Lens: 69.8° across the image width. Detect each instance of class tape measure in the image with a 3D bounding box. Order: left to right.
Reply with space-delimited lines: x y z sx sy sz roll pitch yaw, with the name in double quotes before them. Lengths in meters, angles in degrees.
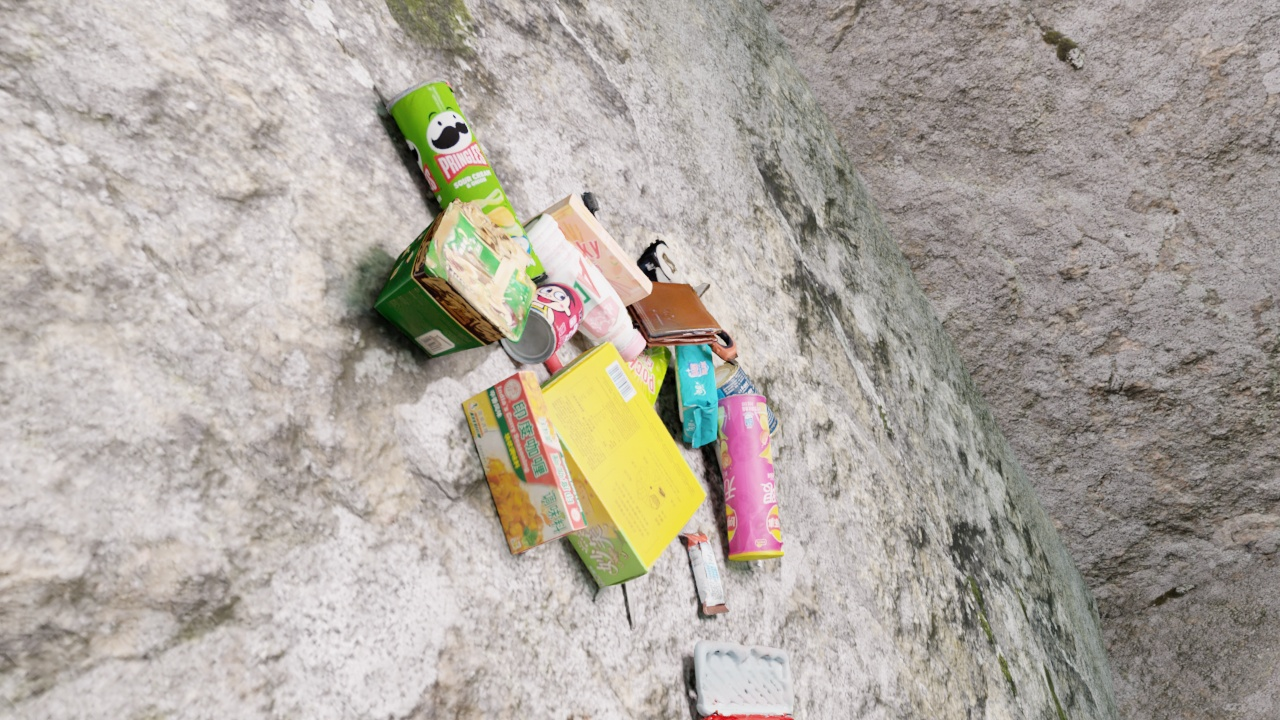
"tape measure" 0.030 -0.137 1.343 0.066 0.034 0.065 53 31 -18

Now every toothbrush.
"toothbrush" -0.033 -0.149 1.265 0.189 0.017 0.014 64 27 -3
"toothbrush" 0.132 0.197 1.250 0.016 0.016 0.180 16 53 -57

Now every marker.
"marker" -0.070 0.050 1.031 0.145 0.017 0.017 60 28 -6

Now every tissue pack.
"tissue pack" 0.073 0.040 1.211 0.093 0.050 0.133 86 -1 -52

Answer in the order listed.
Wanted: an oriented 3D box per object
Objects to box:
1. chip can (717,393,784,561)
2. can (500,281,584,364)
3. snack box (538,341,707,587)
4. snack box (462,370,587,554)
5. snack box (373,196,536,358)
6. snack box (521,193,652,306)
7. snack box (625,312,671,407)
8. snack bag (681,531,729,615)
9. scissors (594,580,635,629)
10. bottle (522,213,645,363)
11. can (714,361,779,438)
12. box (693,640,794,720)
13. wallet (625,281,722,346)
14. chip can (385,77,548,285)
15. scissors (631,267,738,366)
"chip can" 0.141 0.153 1.204 0.071 0.072 0.210 19 62 -53
"can" -0.105 -0.043 0.997 0.066 0.067 0.093 58 28 -11
"snack box" -0.037 0.105 0.960 0.210 0.070 0.157 58 36 -6
"snack box" -0.110 0.096 0.861 0.027 0.077 0.155 -1 67 -59
"snack box" -0.177 -0.067 0.855 0.118 0.106 0.117 45 35 -29
"snack box" -0.065 -0.123 1.114 0.157 0.085 0.026 46 36 -29
"snack box" -0.007 0.007 1.165 0.086 0.026 0.156 52 30 -19
"snack bag" 0.078 0.253 1.100 0.048 0.026 0.104 11 58 -49
"scissors" -0.016 0.203 1.000 0.174 0.012 0.162 -7 74 -60
"bottle" -0.070 -0.078 1.072 0.197 0.068 0.068 49 31 -19
"can" 0.137 0.065 1.307 0.111 0.075 0.075 54 29 -16
"box" 0.124 0.402 1.042 0.201 0.039 0.158 27 44 -48
"wallet" 0.034 -0.063 1.169 0.101 0.032 0.124 -3 38 -24
"chip can" -0.182 -0.178 0.977 0.236 0.072 0.072 62 28 -3
"scissors" 0.051 -0.060 1.216 0.188 0.015 0.225 -6 42 -33
